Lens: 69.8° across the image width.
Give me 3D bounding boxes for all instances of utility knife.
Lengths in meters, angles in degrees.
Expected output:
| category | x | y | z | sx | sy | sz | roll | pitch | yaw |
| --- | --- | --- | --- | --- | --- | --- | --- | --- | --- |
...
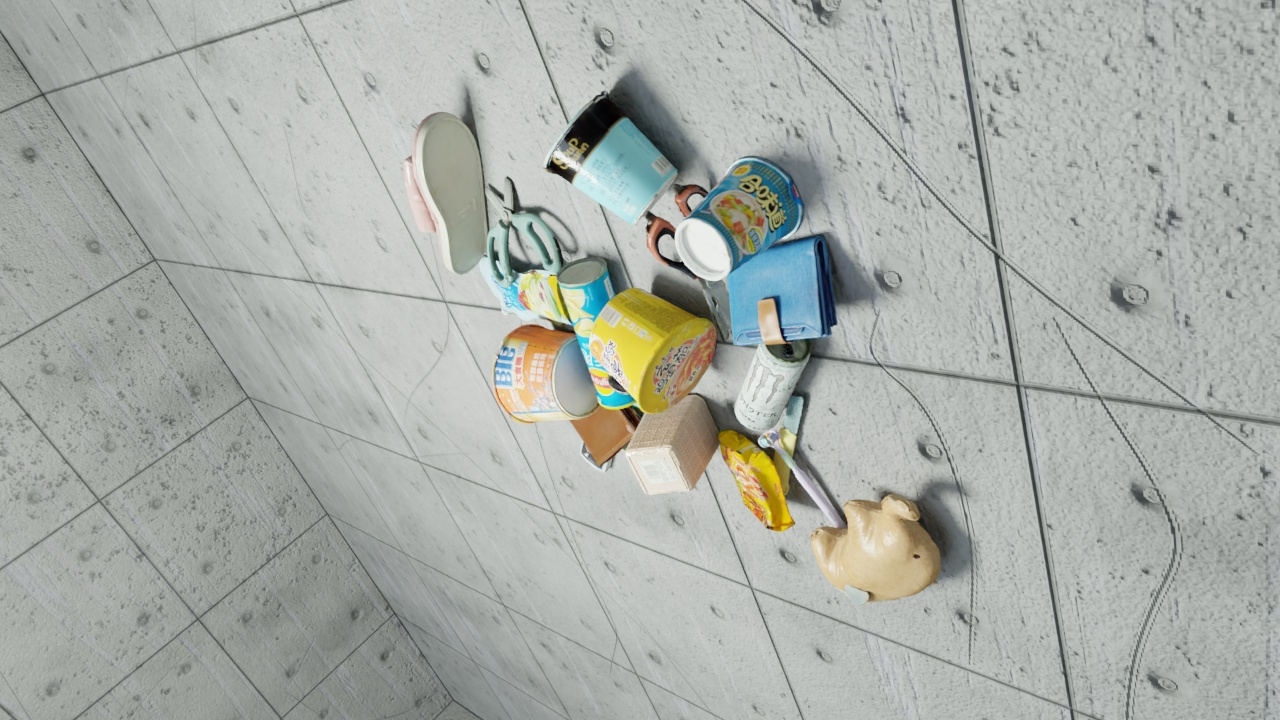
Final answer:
| category | x | y | z | sx | sy | sz | roll | pitch | yaw |
| --- | --- | --- | --- | --- | --- | --- | --- | --- | --- |
| utility knife | 0.187 | 0.115 | 1.181 | 0.031 | 0.022 | 0.220 | 27 | 149 | 22 |

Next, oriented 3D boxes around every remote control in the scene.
| category | x | y | z | sx | sy | sz | roll | pitch | yaw |
| --- | --- | --- | --- | --- | --- | --- | --- | --- | --- |
| remote control | -0.067 | 0.130 | 1.497 | 0.058 | 0.021 | 0.150 | 37 | 146 | 16 |

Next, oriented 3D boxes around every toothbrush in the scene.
| category | x | y | z | sx | sy | sz | roll | pitch | yaw |
| --- | --- | --- | --- | --- | --- | --- | --- | --- | --- |
| toothbrush | 0.217 | 0.162 | 1.181 | 0.029 | 0.021 | 0.189 | -35 | 107 | 19 |

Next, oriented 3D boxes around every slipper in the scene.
| category | x | y | z | sx | sy | sz | roll | pitch | yaw |
| --- | --- | --- | --- | --- | --- | --- | --- | --- | --- |
| slipper | -0.269 | -0.229 | 1.271 | 0.054 | 0.114 | 0.275 | 28 | 150 | 21 |

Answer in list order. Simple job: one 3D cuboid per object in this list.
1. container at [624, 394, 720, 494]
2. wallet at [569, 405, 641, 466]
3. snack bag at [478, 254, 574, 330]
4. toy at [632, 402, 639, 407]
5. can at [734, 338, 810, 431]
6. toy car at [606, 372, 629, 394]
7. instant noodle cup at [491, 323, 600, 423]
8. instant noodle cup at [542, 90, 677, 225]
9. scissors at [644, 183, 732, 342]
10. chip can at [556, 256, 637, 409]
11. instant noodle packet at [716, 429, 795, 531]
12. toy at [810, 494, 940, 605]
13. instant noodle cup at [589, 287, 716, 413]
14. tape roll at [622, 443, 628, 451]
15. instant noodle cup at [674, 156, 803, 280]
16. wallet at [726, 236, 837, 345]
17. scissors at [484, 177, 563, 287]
| category | x | y | z | sx | sy | sz | roll | pitch | yaw |
| --- | --- | --- | --- | --- | --- | --- | --- | --- | --- |
| container | 0.043 | 0.118 | 1.246 | 0.090 | 0.110 | 0.090 | -10 | 119 | 31 |
| wallet | -0.057 | 0.094 | 1.410 | 0.101 | 0.032 | 0.125 | 53 | 135 | 9 |
| snack bag | -0.165 | -0.099 | 1.354 | 0.191 | 0.038 | 0.110 | 14 | 144 | 43 |
| toy | 0.024 | 0.082 | 1.329 | 0.097 | 0.030 | 0.092 | 16 | 132 | 37 |
| can | 0.154 | 0.023 | 1.083 | 0.058 | 0.058 | 0.147 | 37 | 147 | 17 |
| toy car | -0.007 | 0.007 | 1.229 | 0.042 | 0.090 | 0.035 | 30 | 161 | 21 |
| instant noodle cup | -0.124 | 0.022 | 1.338 | 0.112 | 0.151 | 0.151 | 3 | 127 | 40 |
| instant noodle cup | -0.028 | -0.214 | 1.010 | 0.120 | 0.111 | 0.111 | 40 | 148 | -3 |
| scissors | 0.062 | -0.098 | 1.045 | 0.015 | 0.192 | 0.207 | 48 | 130 | 50 |
| chip can | -0.052 | -0.035 | 1.254 | 0.071 | 0.071 | 0.210 | 16 | 136 | 40 |
| instant noodle packet | 0.153 | 0.160 | 1.224 | 0.111 | 0.044 | 0.128 | 34 | 150 | 61 |
| toy | 0.299 | 0.224 | 1.109 | 0.143 | 0.082 | 0.227 | 32 | 144 | 3 |
| instant noodle cup | 0.010 | -0.018 | 1.150 | 0.110 | 0.137 | 0.138 | 37 | 147 | 31 |
| tape roll | 0.001 | 0.134 | 1.427 | 0.086 | 0.013 | 0.086 | 31 | 144 | 25 |
| instant noodle cup | 0.094 | -0.139 | 0.932 | 0.099 | 0.109 | 0.099 | 31 | 144 | 26 |
| wallet | 0.147 | -0.071 | 0.983 | 0.133 | 0.040 | 0.106 | -5 | 92 | 52 |
| scissors | -0.163 | -0.162 | 1.268 | 0.180 | 0.019 | 0.171 | 32 | 131 | 34 |
